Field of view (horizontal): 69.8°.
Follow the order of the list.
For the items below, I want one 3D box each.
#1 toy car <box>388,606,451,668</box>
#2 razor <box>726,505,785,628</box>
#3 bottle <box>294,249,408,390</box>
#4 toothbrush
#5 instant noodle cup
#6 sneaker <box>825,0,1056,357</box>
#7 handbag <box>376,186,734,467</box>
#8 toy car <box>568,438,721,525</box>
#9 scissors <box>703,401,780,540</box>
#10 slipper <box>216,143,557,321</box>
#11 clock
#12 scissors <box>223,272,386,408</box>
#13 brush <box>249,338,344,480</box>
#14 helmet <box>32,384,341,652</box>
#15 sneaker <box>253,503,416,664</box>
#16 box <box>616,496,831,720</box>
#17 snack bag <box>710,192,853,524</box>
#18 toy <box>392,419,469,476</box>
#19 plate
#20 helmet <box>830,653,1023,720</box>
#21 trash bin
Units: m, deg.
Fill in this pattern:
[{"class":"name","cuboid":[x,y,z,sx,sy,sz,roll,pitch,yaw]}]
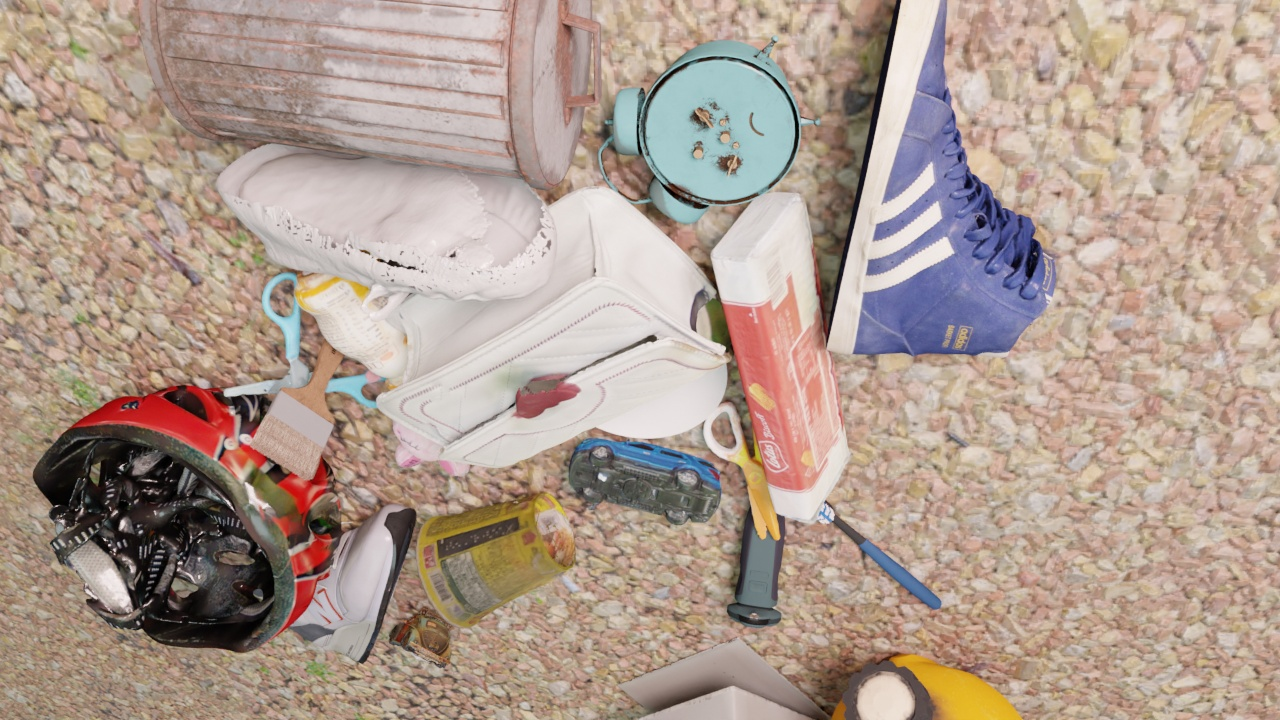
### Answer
[{"class":"toy car","cuboid":[-0.212,0.272,0.907,0.047,0.047,0.112,36,156,-17]},{"class":"razor","cuboid":[0.100,0.168,0.763,0.047,0.052,0.143,7,120,8]},{"class":"bottle","cuboid":[-0.191,-0.028,0.645,0.063,0.063,0.108,-15,124,22]},{"class":"toothbrush","cuboid":[0.194,0.160,0.753,0.167,0.014,0.014,40,114,-20]},{"class":"instant noodle cup","cuboid":[-0.117,0.160,0.773,0.108,0.102,0.102,-23,122,16]},{"class":"sneaker","cuboid":[0.180,-0.087,0.502,0.118,0.091,0.233,10,131,9]},{"class":"handbag","cuboid":[-0.057,-0.005,0.592,0.199,0.096,0.142,-27,138,28]},{"class":"toy car","cuboid":[0.004,0.092,0.716,0.120,0.043,0.056,13,130,-1]},{"class":"scissors","cuboid":[0.083,0.087,0.700,0.070,0.013,0.130,-1,115,16]},{"class":"slipper","cuboid":[-0.153,-0.078,0.549,0.247,0.112,0.074,14,156,30]},{"class":"clock","cuboid":[0.033,-0.129,0.523,0.124,0.053,0.090,-21,121,26]},{"class":"scissors","cuboid":[-0.235,-0.001,0.674,0.015,0.134,0.135,-8,90,53]},{"class":"brush","cuboid":[-0.223,0.014,0.634,0.008,0.142,0.045,-28,127,31]},{"class":"helmet","cuboid":[-0.342,0.118,0.723,0.273,0.166,0.217,-13,111,36]},{"class":"sneaker","cuboid":[-0.287,0.197,0.833,0.124,0.088,0.240,19,133,-8]},{"class":"box","cuboid":[0.104,0.289,1.013,0.169,0.402,0.171,-33,117,31]},{"class":"snack bag","cuboid":[0.098,0.005,0.605,0.041,0.077,0.225,11,135,33]},{"class":"toy","cuboid":[-0.161,0.059,0.720,0.063,0.047,0.110,1,145,-12]},{"class":"plate","cuboid":[-0.004,0.004,0.667,0.134,0.011,0.135,6,130,7]},{"class":"helmet","cuboid":[0.248,0.332,0.805,0.206,0.131,0.255,-18,137,22]},{"class":"trash bin","cuboid":[-0.124,-0.165,0.478,0.211,0.130,0.131,8,130,7]}]
